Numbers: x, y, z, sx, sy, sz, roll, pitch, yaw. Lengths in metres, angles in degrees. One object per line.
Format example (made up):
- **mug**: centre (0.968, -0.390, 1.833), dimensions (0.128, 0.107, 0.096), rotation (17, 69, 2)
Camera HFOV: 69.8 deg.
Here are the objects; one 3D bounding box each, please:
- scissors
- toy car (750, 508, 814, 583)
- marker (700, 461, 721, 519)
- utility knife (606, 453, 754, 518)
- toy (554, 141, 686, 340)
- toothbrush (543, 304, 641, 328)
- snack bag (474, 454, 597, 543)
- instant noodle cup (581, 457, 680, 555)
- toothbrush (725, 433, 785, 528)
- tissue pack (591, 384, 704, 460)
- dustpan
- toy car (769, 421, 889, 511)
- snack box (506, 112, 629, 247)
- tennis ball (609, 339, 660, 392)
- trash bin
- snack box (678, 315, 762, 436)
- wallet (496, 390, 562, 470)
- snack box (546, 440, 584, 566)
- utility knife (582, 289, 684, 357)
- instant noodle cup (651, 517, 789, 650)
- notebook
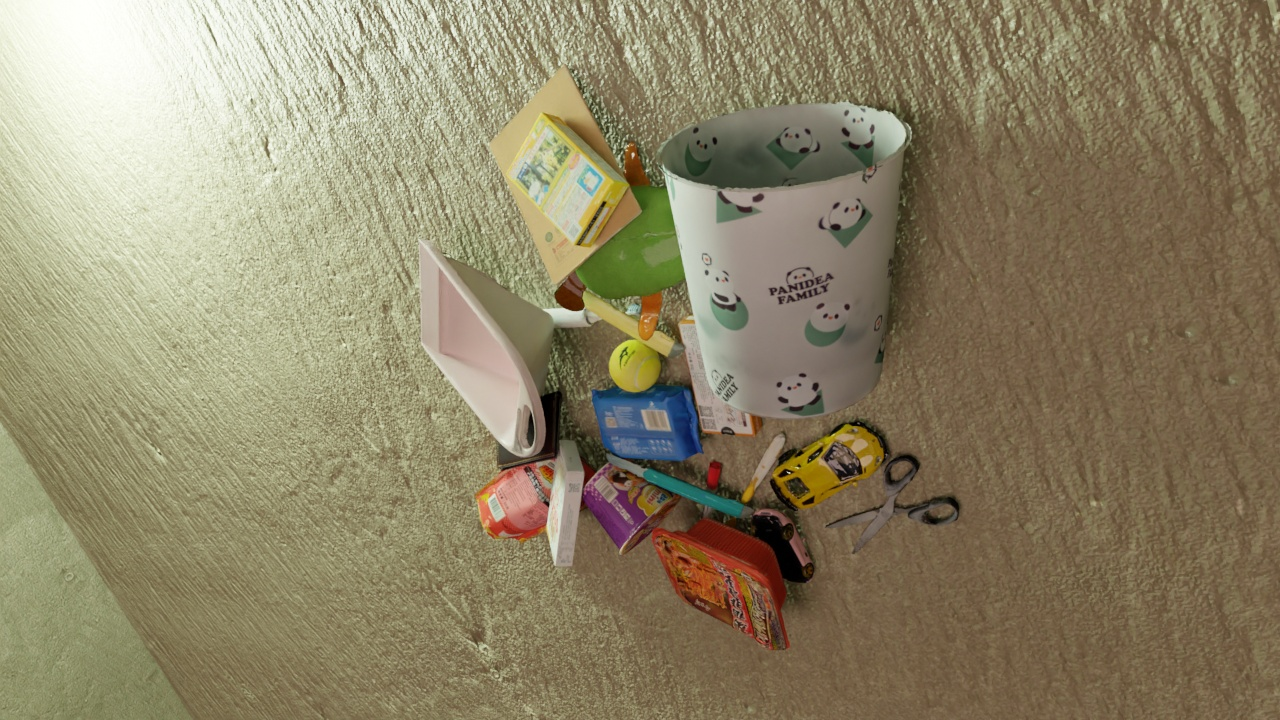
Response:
- **scissors**: centre (0.294, 0.177, 1.082), dimensions (0.175, 0.014, 0.159), rotation (7, 120, 32)
- **toy car**: centre (0.183, 0.236, 1.174), dimensions (0.056, 0.037, 0.122), rotation (-3, 126, 42)
- **marker**: centre (0.091, 0.196, 1.224), dimensions (0.017, 0.017, 0.145), rotation (21, 125, 22)
- **utility knife**: centre (0.049, 0.162, 1.193), dimensions (0.205, 0.013, 0.029), rotation (21, 131, 8)
- **toy**: centre (-0.010, -0.135, 1.055), dimensions (0.247, 0.089, 0.227), rotation (-3, 99, 34)
- **toothbrush**: centre (-0.089, -0.056, 1.193), dimensions (0.221, 0.026, 0.027), rotation (-1, 150, 34)
- **snack bag**: centre (-0.152, 0.194, 1.357), dimensions (0.128, 0.073, 0.208), rotation (47, 123, -7)
- **instant noodle cup**: centre (-0.019, 0.189, 1.241), dimensions (0.099, 0.111, 0.112), rotation (44, 131, 17)
- **toothbrush**: centre (0.144, 0.160, 1.171), dimensions (0.016, 0.018, 0.192), rotation (31, 126, 11)
- **tissue pack**: centre (0.008, 0.078, 1.188), dimensions (0.157, 0.052, 0.095), rotation (-1, 113, 34)
- **dustpan**: centre (-0.218, 0.001, 1.205), dimensions (0.273, 0.138, 0.223), rotation (23, 141, 10)
- **toy car**: centre (0.220, 0.125, 1.084), dimensions (0.071, 0.041, 0.156), rotation (51, 130, -2)
- **snack box**: centre (-0.083, -0.201, 1.022), dimensions (0.140, 0.033, 0.087), rotation (46, 116, 25)
- **tennis ball**: centre (-0.007, 0.007, 1.149), dimensions (0.065, 0.065, 0.066), rotation (16, 123, 26)
- **trash bin**: centre (0.145, -0.095, 0.899), dimensions (0.230, 0.228, 0.252), rotation (10, 126, 29)
- **snack box**: centre (0.098, 0.019, 1.113), dimensions (0.075, 0.026, 0.154), rotation (1, 116, 33)
- **wallet**: centre (-0.159, 0.101, 1.300), dimensions (0.123, 0.020, 0.096), rotation (-17, 65, 40)
- **snack box**: centre (-0.105, 0.197, 1.269), dimensions (0.027, 0.084, 0.157), rotation (2, 116, -16)
- **utility knife**: centre (-0.019, -0.047, 1.128), dimensions (0.165, 0.018, 0.031), rotation (28, 128, 10)
- **instant noodle cup**: centre (0.114, 0.280, 1.190), dimensions (0.189, 0.078, 0.165), rotation (17, 141, 37)
- **notebook**: centre (-0.091, -0.212, 1.053), dimensions (0.148, 0.008, 0.207), rotation (-37, 70, 32)
